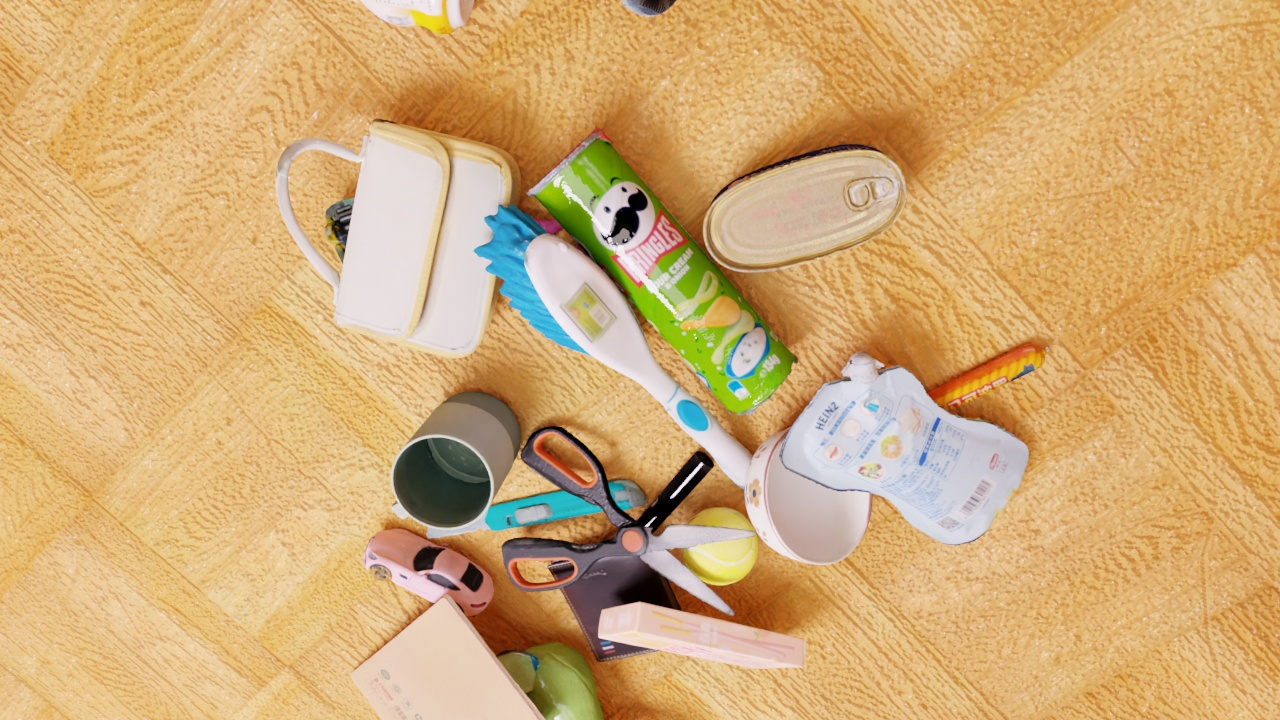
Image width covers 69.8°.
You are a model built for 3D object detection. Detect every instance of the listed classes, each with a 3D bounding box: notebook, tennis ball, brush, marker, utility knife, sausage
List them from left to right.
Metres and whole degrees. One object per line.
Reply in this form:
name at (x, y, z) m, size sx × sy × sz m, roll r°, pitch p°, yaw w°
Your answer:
notebook at (-0.182, 0.313, 0.843) m, size 0.148 × 0.008 × 0.208 m, roll 51°, pitch 127°, yaw 5°
utility knife at (-0.096, 0.136, 0.818) m, size 0.210 × 0.013 × 0.029 m, roll -13°, pitch 90°, yaw 12°
brush at (-0.004, 0.004, 0.720) m, size 0.060 × 0.109 × 0.314 m, roll -50°, pitch 132°, yaw -11°
marker at (0.018, 0.131, 0.799) m, size 0.022 × 0.020 × 0.132 m, roll 43°, pitch 111°, yaw 12°
tennis ball at (0.067, 0.157, 0.778) m, size 0.065 × 0.065 × 0.065 m, roll 2°, pitch 110°, yaw 6°
sausage at (0.246, 0.029, 0.731) m, size 0.165 × 0.021 × 0.021 m, roll -29°, pitch 104°, yaw 16°

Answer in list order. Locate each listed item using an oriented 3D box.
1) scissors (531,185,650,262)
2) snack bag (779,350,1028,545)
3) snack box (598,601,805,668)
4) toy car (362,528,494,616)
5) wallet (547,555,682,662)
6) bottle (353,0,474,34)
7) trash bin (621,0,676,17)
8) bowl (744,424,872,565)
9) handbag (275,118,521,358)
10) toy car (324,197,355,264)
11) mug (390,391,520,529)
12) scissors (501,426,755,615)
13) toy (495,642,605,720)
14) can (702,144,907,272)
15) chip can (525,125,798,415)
scissors at (-0.049, -0.101, 0.727) m, size 0.133 × 0.017 × 0.128 m, roll -24°, pitch 103°, yaw 11°
snack bag at (0.208, 0.072, 0.717) m, size 0.191 × 0.038 × 0.110 m, roll 28°, pitch 110°, yaw -18°
snack box at (0.051, 0.236, 0.780) m, size 0.157 × 0.026 × 0.085 m, roll 17°, pitch 156°, yaw -18°
toy car at (-0.189, 0.188, 0.828) m, size 0.122 × 0.056 × 0.037 m, roll 27°, pitch 114°, yaw -3°
wallet at (-0.017, 0.215, 0.823) m, size 0.096 × 0.020 × 0.122 m, roll -17°, pitch 116°, yaw 12°
bottle at (-0.175, -0.273, 0.654) m, size 0.108 × 0.063 × 0.063 m, roll 13°, pitch 111°, yaw 2°
trash bin at (-0.075, -0.334, 0.556) m, size 0.195 × 0.226 × 0.227 m, roll 10°, pitch 111°, yaw 17°
bowl at (0.127, 0.107, 0.744) m, size 0.113 × 0.113 × 0.062 m, roll 54°, pitch 150°, yaw -12°
handbag at (-0.190, -0.096, 0.692) m, size 0.178 × 0.063 × 0.163 m, roll 13°, pitch 102°, yaw -7°
toy car at (-0.219, -0.087, 0.742) m, size 0.043 × 0.036 × 0.091 m, roll -16°, pitch 105°, yaw 11°
mug at (-0.157, 0.086, 0.759) m, size 0.112 × 0.106 × 0.082 m, roll -39°, pitch 102°, yaw 18°
scissors at (-0.025, 0.148, 0.773) m, size 0.222 × 0.021 × 0.221 m, roll -40°, pitch 79°, yaw 17°
toy at (-0.078, 0.372, 0.863) m, size 0.227 × 0.089 × 0.247 m, roll 4°, pitch 107°, yaw 21°
can at (0.120, -0.113, 0.681) m, size 0.148 × 0.049 × 0.074 m, roll -16°, pitch 107°, yaw 13°
chip can at (0.021, -0.064, 0.694) m, size 0.072 × 0.072 × 0.236 m, roll -39°, pitch 104°, yaw 18°
